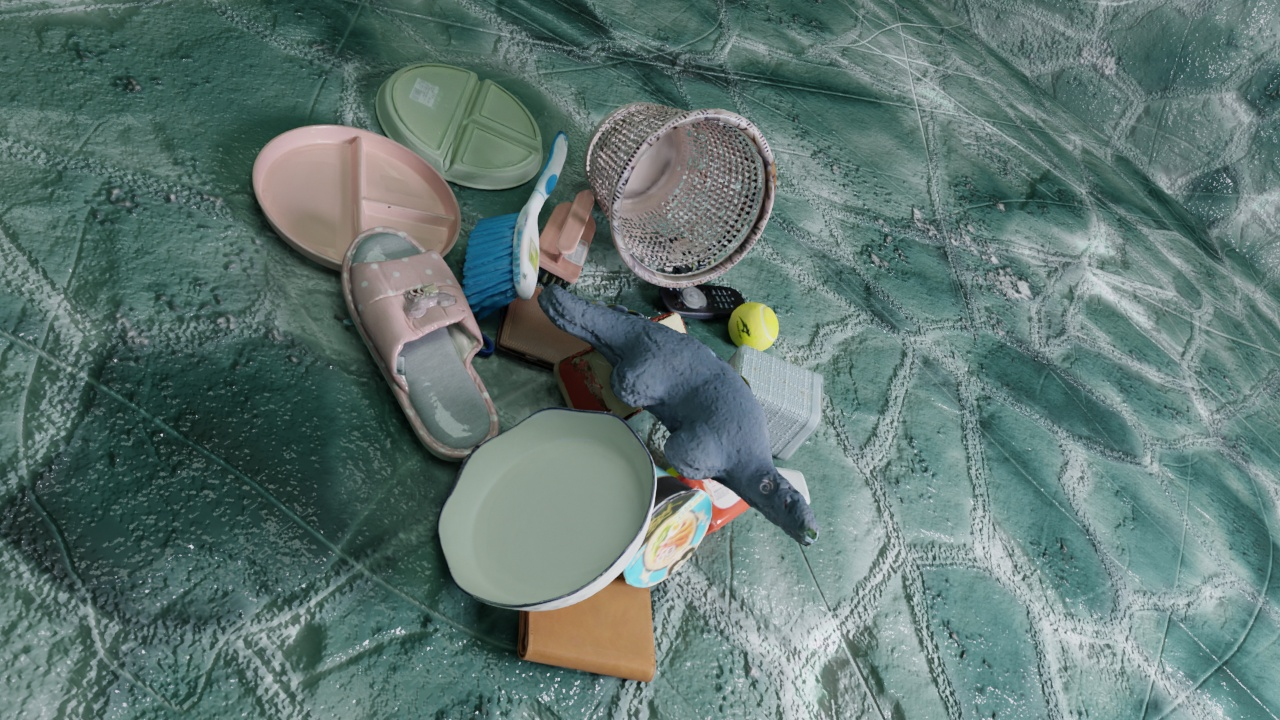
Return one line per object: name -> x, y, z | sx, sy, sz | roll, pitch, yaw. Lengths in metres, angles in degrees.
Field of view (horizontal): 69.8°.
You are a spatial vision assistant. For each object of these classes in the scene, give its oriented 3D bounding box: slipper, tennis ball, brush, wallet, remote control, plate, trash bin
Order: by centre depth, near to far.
plate -> -0.080, 0.134, 0.826 | 0.045, 0.205, 0.204 | 62, 21, -45
wallet -> -0.049, 0.235, 0.847 | 0.131, 0.031, 0.107 | 19, 44, -26
slipper -> -0.218, -0.027, 0.920 | 0.114, 0.055, 0.274 | -14, 69, -33
plate -> -0.317, -0.178, 1.035 | 0.229, 0.028, 0.229 | 18, 46, -20
wallet -> -0.101, -0.030, 1.048 | 0.124, 0.032, 0.101 | 20, 49, -17
remote control -> 0.141, 0.142, 1.061 | 0.124, 0.024, 0.049 | 11, 48, -25
brush -> -0.141, -0.171, 1.088 | 0.313, 0.109, 0.060 | -93, 162, -46
brush -> -0.089, -0.154, 1.132 | 0.063, 0.073, 0.145 | 27, 41, -10
trash bin -> 0.029, -0.234, 1.178 | 0.227, 0.228, 0.192 | 4, 27, -31
tennis ball -> 0.147, -0.043, 1.197 | 0.065, 0.066, 0.065 | 18, 46, -20
remote control -> 0.080, -0.076, 1.211 | 0.136, 0.024, 0.053 | -1, 56, -33
plate -> -0.233, -0.315, 1.212 | 0.230, 0.028, 0.229 | 18, 45, -19

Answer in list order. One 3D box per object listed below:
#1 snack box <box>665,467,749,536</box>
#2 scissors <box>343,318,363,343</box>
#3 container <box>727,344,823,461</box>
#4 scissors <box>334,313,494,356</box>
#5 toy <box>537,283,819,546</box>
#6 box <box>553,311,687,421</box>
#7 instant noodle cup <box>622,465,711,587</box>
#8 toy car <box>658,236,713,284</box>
snack box -> 0.066, 0.140, 0.974 | 0.091, 0.082, 0.080 | -22, 78, -45
scissors -> -0.254, -0.059, 0.969 | 0.137, 0.017, 0.093 | -14, 61, -35
container -> 0.148, 0.047, 1.103 | 0.111, 0.090, 0.089 | 24, 43, -9
scissors -> -0.232, -0.020, 0.965 | 0.162, 0.012, 0.175 | -3, 55, -34
toy -> 0.050, 0.042, 0.916 | 0.356, 0.092, 0.137 | 44, 28, 11
box -> -0.006, 0.006, 1.022 | 0.167, 0.077, 0.091 | -29, 98, -46
instant noodle cup -> -0.011, 0.141, 0.893 | 0.111, 0.111, 0.120 | -14, 37, -41
toy car -> 0.061, -0.137, 1.246 | 0.042, 0.034, 0.090 | -21, 52, -39
